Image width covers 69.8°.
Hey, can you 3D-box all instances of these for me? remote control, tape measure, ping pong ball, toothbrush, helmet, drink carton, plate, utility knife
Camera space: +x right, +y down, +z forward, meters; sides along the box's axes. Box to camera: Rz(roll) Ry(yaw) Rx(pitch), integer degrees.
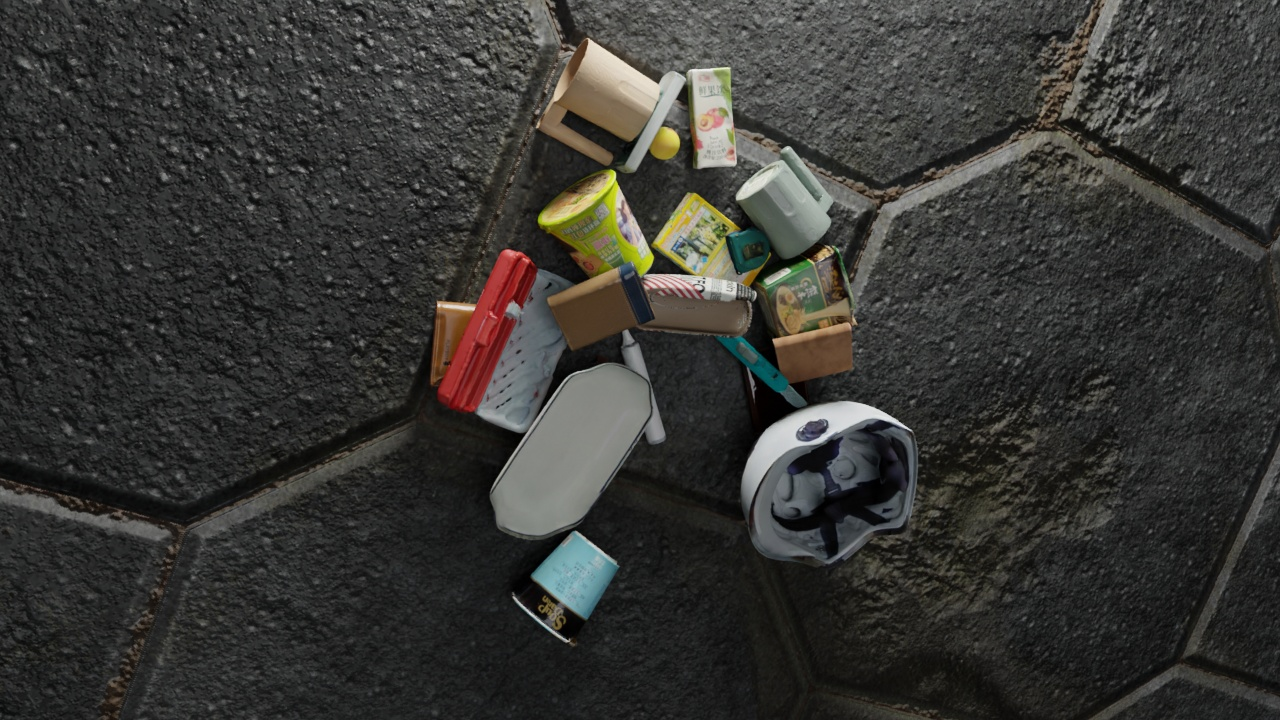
[{"bbox_3d":[0.011,-0.296,1.143,0.019,0.056,0.135,28,92,-20],"label":"remote control"},{"bbox_3d":[0.141,-0.145,1.196,0.054,0.025,0.058,-22,107,-12],"label":"tape measure"},{"bbox_3d":[0.030,-0.275,1.161,0.040,0.040,0.040,-3,102,-17],"label":"ping pong ball"},{"bbox_3d":[-0.007,0.007,1.214,0.026,0.026,0.221,-24,107,-24],"label":"toothbrush"},{"bbox_3d":[0.242,0.151,1.253,0.258,0.146,0.229,-19,122,-8],"label":"helmet"},{"bbox_3d":[0.090,-0.308,1.171,0.053,0.045,0.122,-7,102,-6],"label":"drink carton"},{"bbox_3d":[-0.092,0.113,1.176,0.162,0.034,0.266,26,101,-42],"label":"plate"},{"bbox_3d":[0.153,-0.001,1.234,0.185,0.013,0.029,43,110,4],"label":"utility knife"}]

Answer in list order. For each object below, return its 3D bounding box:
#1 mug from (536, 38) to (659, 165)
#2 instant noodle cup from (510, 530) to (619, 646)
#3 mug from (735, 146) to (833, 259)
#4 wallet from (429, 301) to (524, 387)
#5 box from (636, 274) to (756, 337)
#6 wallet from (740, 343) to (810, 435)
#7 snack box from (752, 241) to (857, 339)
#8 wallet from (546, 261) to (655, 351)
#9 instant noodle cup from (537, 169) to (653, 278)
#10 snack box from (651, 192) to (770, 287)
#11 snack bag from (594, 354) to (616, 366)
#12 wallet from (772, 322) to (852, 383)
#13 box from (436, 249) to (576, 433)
[{"bbox_3d":[-0.051,-0.309,1.116,0.103,0.084,0.125,26,117,-22],"label":"mug"},{"bbox_3d":[-0.092,0.294,1.209,0.111,0.111,0.120,43,79,-20],"label":"instant noodle cup"},{"bbox_3d":[0.196,-0.212,1.214,0.103,0.084,0.123,47,58,-19],"label":"mug"},{"bbox_3d":[-0.196,-0.010,1.151,0.130,0.035,0.119,4,93,-18],"label":"wallet"},{"bbox_3d":[0.065,-0.068,1.182,0.162,0.075,0.086,3,113,1],"label":"box"},{"bbox_3d":[0.192,0.035,1.287,0.096,0.020,0.122,-16,104,-19],"label":"wallet"},{"bbox_3d":[0.213,-0.089,1.225,0.105,0.118,0.117,-21,107,-2],"label":"snack box"},{"bbox_3d":[-0.046,-0.064,1.115,0.115,0.033,0.090,-24,133,2],"label":"wallet"},{"bbox_3d":[-0.047,-0.152,1.132,0.111,0.112,0.123,-39,117,-7],"label":"instant noodle cup"},{"bbox_3d":[0.094,-0.146,1.213,0.140,0.034,0.087,34,89,-22],"label":"snack box"},{"bbox_3d":[-0.059,0.046,1.205,0.045,0.026,0.105,26,92,-29],"label":"snack bag"},{"bbox_3d":[0.231,-0.006,1.222,0.101,0.115,0.020,-12,60,7],"label":"wallet"},{"bbox_3d":[-0.158,-0.023,1.114,0.157,0.069,0.201,28,84,-50],"label":"box"}]
